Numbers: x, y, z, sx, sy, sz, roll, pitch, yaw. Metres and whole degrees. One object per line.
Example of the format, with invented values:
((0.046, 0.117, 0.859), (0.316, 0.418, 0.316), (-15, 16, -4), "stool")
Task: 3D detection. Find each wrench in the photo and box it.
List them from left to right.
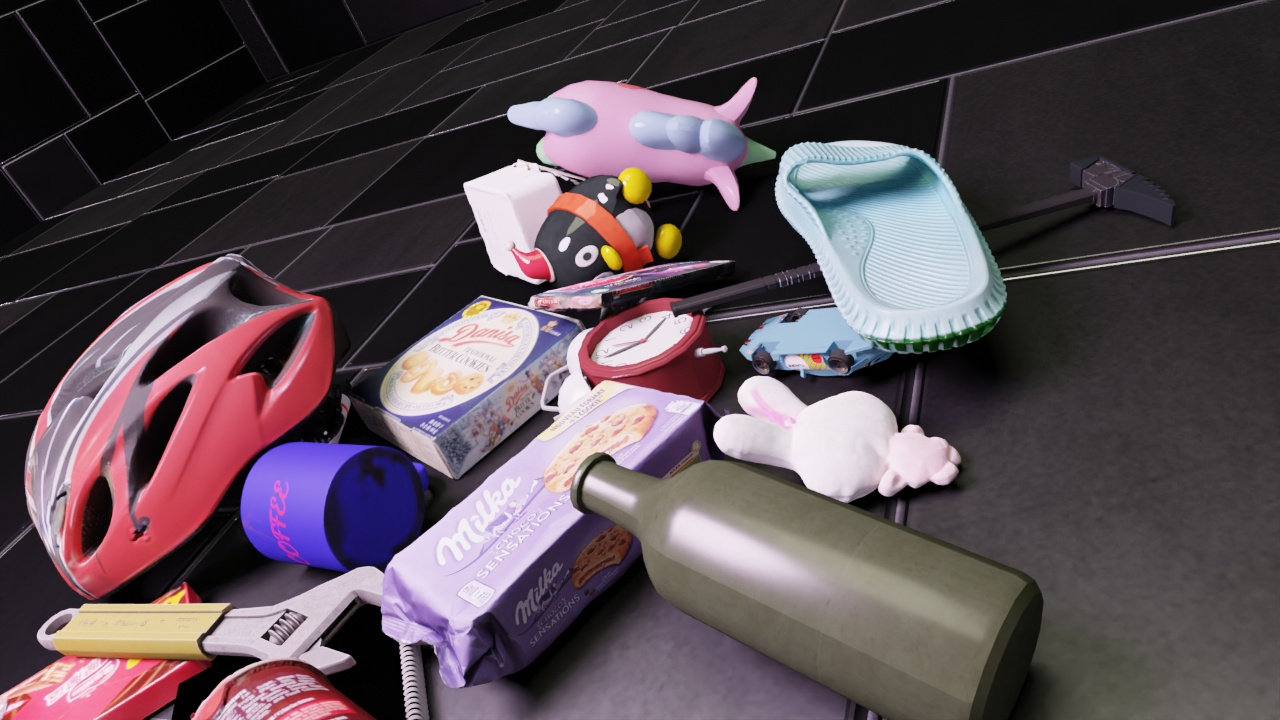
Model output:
((-0.263, 0.159, 0.550), (0.274, 0.018, 0.083), (-6, 33, 24), "wrench")

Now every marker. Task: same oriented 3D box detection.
((-0.255, 0.054, 0.755), (0.019, 0.019, 0.145), (-21, 30, 6), "marker")

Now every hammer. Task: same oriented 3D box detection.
((0.178, -0.073, 0.604), (0.325, 0.015, 0.095), (-16, 32, -2), "hammer")

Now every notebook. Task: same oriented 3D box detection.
((-0.177, 0.205, 0.464), (0.149, 0.016, 0.206), (-28, 30, -4), "notebook")

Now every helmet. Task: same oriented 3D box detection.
((-0.335, 0.049, 0.676), (0.272, 0.167, 0.217), (-50, 19, -6), "helmet")

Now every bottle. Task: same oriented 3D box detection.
((0.056, 0.087, 0.392), (0.207, 0.071, 0.071), (19, 50, 35), "bottle")

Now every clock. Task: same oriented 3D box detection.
((-0.004, 0.004, 0.626), (0.138, 0.048, 0.096), (-15, 31, 13), "clock")

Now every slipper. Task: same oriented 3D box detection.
((0.150, -0.099, 0.579), (0.116, 0.070, 0.275), (-9, 34, 4), "slipper")

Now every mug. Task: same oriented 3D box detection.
((-0.188, 0.090, 0.603), (0.084, 0.079, 0.111), (-1, 11, 34), "mug")

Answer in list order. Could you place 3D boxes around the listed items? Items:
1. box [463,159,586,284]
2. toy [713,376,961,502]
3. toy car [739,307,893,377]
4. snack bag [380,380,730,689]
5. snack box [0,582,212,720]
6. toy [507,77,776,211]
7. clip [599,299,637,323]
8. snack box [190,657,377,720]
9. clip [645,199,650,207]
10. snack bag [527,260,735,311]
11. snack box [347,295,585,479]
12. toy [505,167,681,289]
((-0.083, -0.148, 0.878), (0.130, 0.103, 0.110), (-29, 29, -25), "box")
((0.105, 0.044, 0.490), (0.125, 0.037, 0.075), (13, 39, 19), "toy")
((0.116, -0.009, 0.582), (0.108, 0.027, 0.060), (-3, 35, 50), "toy car")
((-0.044, 0.090, 0.506), (0.204, 0.058, 0.096), (-41, 32, -27), "snack bag")
((-0.336, 0.204, 0.571), (0.132, 0.021, 0.089), (-32, 31, -16), "snack box")
((-0.001, -0.209, 0.853), (0.221, 0.120, 0.171), (7, 2, -32), "toy")
((-0.019, -0.030, 0.712), (0.047, 0.023, 0.076), (-2, 33, 4), "clip")
((-0.133, 0.179, 0.382), (0.121, 0.072, 0.072), (10, 44, 44), "snack box")
((-0.016, -0.140, 0.892), (0.047, 0.025, 0.062), (-2, 29, 27), "clip")
((-0.001, -0.057, 0.693), (0.075, 0.018, 0.154), (3, 15, 44), "snack bag")
((-0.131, 0.013, 0.708), (0.144, 0.043, 0.144), (-41, 35, -26), "snack box")
((-0.042, -0.098, 0.775), (0.119, 0.097, 0.100), (-47, 36, -18), "toy")
